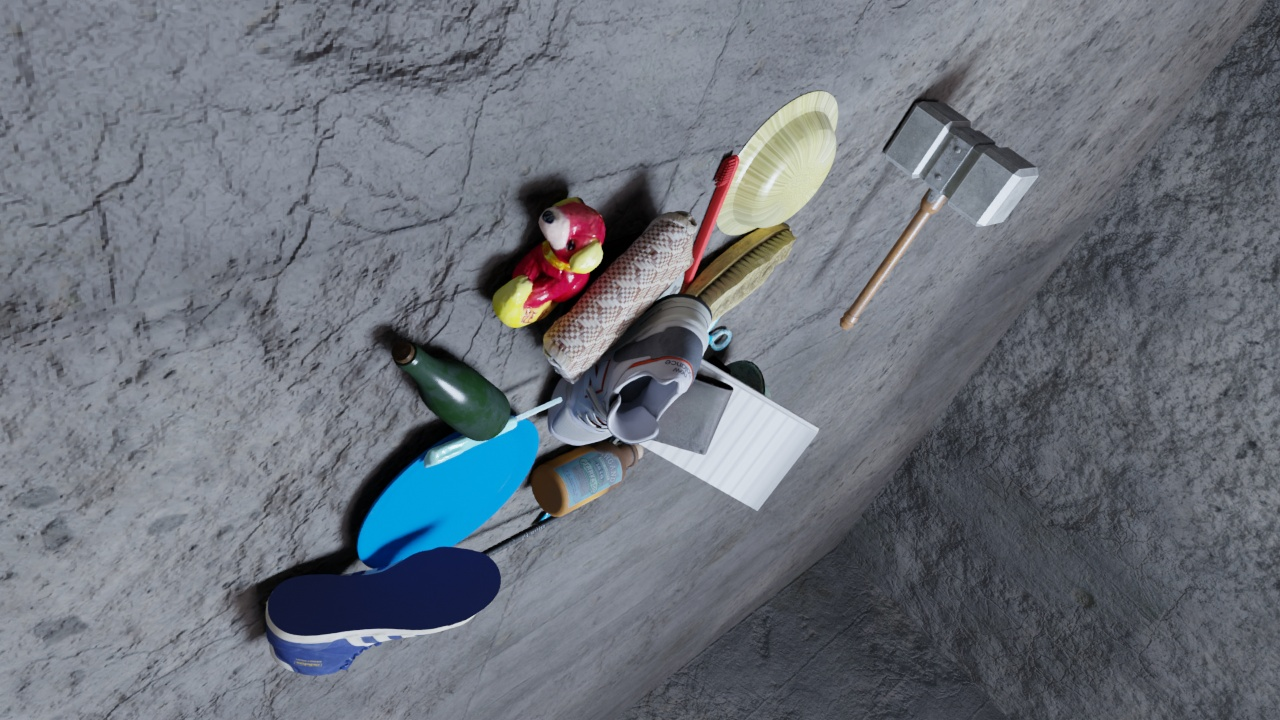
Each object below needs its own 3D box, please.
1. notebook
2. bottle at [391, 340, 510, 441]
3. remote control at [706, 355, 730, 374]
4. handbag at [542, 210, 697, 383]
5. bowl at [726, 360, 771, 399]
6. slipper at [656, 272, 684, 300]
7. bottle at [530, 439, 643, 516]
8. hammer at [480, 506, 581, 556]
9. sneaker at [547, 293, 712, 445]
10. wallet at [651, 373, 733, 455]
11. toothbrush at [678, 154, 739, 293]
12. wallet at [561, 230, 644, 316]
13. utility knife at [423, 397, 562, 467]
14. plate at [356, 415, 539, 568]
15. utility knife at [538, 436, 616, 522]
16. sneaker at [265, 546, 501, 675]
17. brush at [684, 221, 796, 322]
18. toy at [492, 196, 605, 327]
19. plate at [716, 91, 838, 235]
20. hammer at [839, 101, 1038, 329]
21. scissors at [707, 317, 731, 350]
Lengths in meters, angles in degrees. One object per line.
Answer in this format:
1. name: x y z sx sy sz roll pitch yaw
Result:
1. notebook: 0.103 0.091 1.184 0.143 0.209 0.009 -57 -171 20
2. bottle: -0.170 0.022 0.805 0.055 0.055 0.174 -43 156 -4
3. remote control: 0.059 0.046 1.238 0.149 0.034 0.013 -36 156 -25
4. handbag: -0.020 -0.061 0.871 0.185 0.047 0.124 -46 171 -6
5. bowl: 0.129 0.078 1.270 0.038 0.157 0.158 28 110 -28
6. slipper: -0.006 0.006 1.051 0.098 0.055 0.269 -22 147 -50
7. bottle: -0.060 0.138 1.162 0.156 0.068 0.068 -22 148 -42
8. hammer: -0.179 0.236 1.121 0.323 0.095 0.015 -21 116 -49
9. sneaker: -0.021 0.039 0.938 0.240 0.089 0.124 -44 -157 29
10. wallet: 0.044 0.059 1.147 0.031 0.120 0.099 -105 -147 -67
11. toothbrush: 0.064 -0.131 0.987 0.017 0.012 0.213 -26 151 -37
12. wallet: -0.034 -0.074 0.916 0.091 0.018 0.116 -23 147 -40
13. utility knife: -0.140 0.068 0.911 0.165 0.015 0.022 -23 149 -36
14. plate: -0.204 0.135 0.972 0.224 0.024 0.225 -36 155 -20
15. utility knife: -0.070 0.146 1.228 0.222 0.015 0.031 -53 160 12
16. sneaker: -0.270 0.269 0.953 0.232 0.091 0.119 -4 143 -32
17. brush: 0.116 -0.103 1.071 0.194 0.043 0.059 -39 158 -28
18. toy: -0.072 -0.080 0.791 0.105 0.067 0.138 -28 161 -49
19. plate: 0.162 -0.201 1.000 0.184 0.036 0.185 -36 155 -20
20. hammer: 0.354 -0.163 1.219 0.082 0.162 0.319 -17 144 -48
21. scissors: 0.073 -0.019 1.190 0.140 0.011 0.134 -46 157 6
